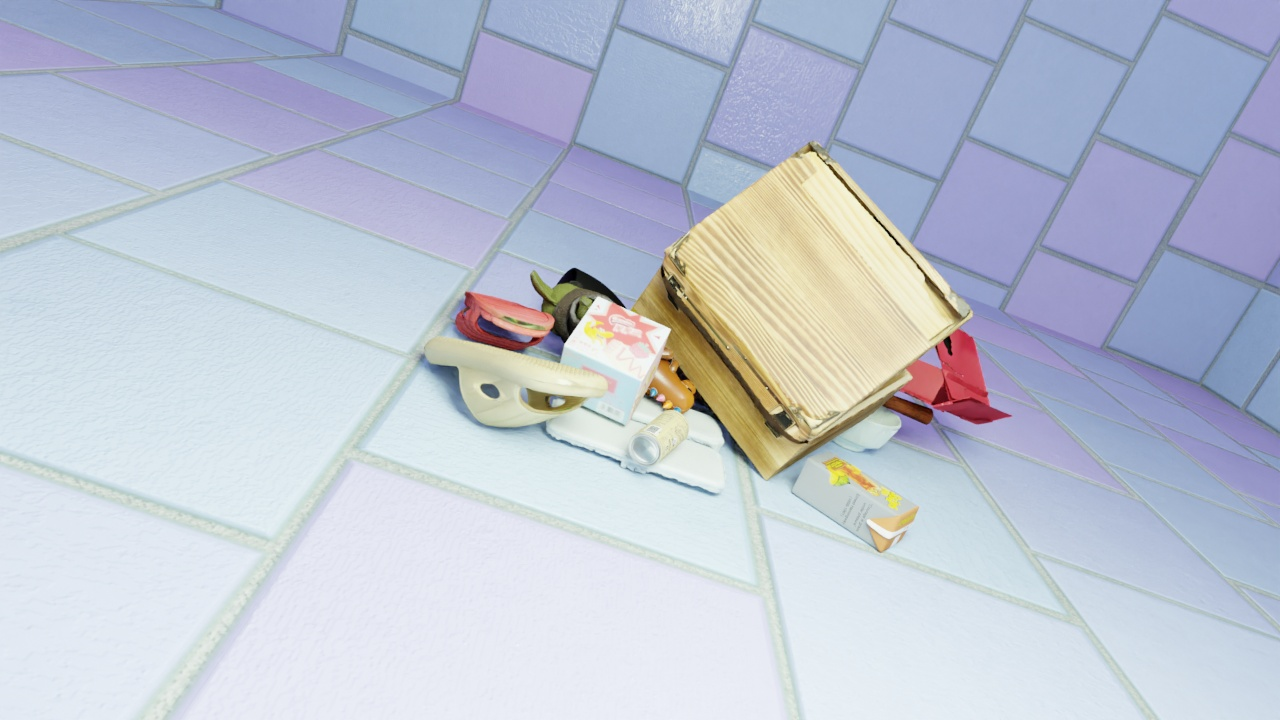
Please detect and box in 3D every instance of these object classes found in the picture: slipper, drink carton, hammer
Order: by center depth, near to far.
[{"bbox_3d":[-0.137,0.029,0.951,0.111,0.079,0.262,7,5,-45],"label":"slipper"},{"bbox_3d":[0.245,0.159,1.048,0.125,0.048,0.076,33,21,30],"label":"drink carton"},{"bbox_3d":[-0.176,-0.046,1.139,0.103,0.059,0.249,13,5,-21],"label":"slipper"},{"bbox_3d":[0.269,0.026,1.276,0.300,0.028,0.111,21,13,-8],"label":"hammer"}]

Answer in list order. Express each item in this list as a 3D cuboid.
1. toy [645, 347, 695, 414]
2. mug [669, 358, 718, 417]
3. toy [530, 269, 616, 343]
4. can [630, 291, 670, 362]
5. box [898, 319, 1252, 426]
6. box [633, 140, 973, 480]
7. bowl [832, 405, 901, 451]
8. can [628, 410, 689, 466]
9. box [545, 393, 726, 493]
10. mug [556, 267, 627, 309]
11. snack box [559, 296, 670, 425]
[{"bbox_3d":[0.013,0.035,1.076,0.090,0.071,0.102,41,44,20],"label":"toy"},{"bbox_3d":[0.110,0.033,1.229,0.107,0.080,0.116,42,0,43],"label":"mug"},{"bbox_3d":[-0.059,-0.044,1.148,0.153,0.078,0.179,34,-12,32],"label":"toy"},{"bbox_3d":[0.052,-0.035,1.315,0.101,0.072,0.130,28,13,-33],"label":"can"},{"bbox_3d":[0.546,0.026,1.252,0.469,0.138,0.214,4,-8,37],"label":"box"},{"bbox_3d":[0.181,-0.060,1.072,0.268,0.265,0.279,-25,72,-38],"label":"box"},{"bbox_3d":[0.300,0.089,1.289,0.117,0.061,0.117,19,19,-7],"label":"bowl"},{"bbox_3d":[0.021,0.081,0.964,0.038,0.038,0.079,28,24,16],"label":"can"},{"bbox_3d":[-0.002,0.073,1.042,0.209,0.038,0.189,20,16,-3],"label":"box"},{"bbox_3d":[-0.063,-0.069,1.268,0.100,0.085,0.119,29,-9,-23],"label":"mug"},{"bbox_3d":[-0.031,-0.001,1.010,0.093,0.080,0.094,25,45,6],"label":"snack box"}]
